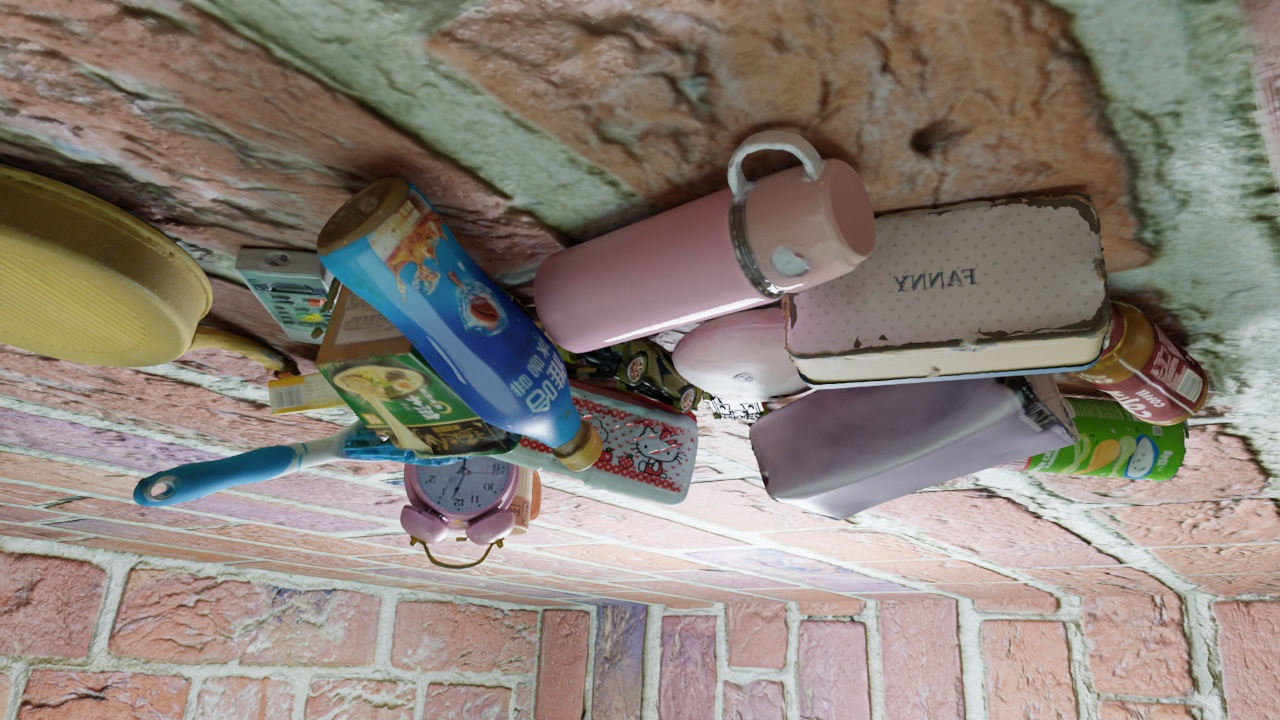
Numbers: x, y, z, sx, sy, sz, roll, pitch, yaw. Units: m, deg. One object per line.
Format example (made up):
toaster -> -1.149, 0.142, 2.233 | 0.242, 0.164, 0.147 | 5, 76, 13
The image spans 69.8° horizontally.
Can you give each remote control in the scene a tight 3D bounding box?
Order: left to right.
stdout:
remote control -> -0.237, -0.041, 0.651 | 0.056, 0.019, 0.135 | 4, 160, -4

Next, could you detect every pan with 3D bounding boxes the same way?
pan -> -0.356, -0.035, 0.650 | 0.198, 0.078, 0.357 | 0, 154, 16

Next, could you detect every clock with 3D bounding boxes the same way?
clock -> -0.180, 0.129, 0.920 | 0.117, 0.158, 0.060 | 6, 163, -12

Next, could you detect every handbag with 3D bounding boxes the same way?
handbag -> 0.197, 0.045, 0.677 | 0.197, 0.098, 0.144 | -26, 159, 27

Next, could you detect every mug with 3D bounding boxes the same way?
mug -> -0.150, 0.137, 1.014 | 0.082, 0.105, 0.114 | -11, 157, 33

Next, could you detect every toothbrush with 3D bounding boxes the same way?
toothbrush -> -0.037, 0.012, 0.787 | 0.186, 0.012, 0.017 | -2, 166, 12

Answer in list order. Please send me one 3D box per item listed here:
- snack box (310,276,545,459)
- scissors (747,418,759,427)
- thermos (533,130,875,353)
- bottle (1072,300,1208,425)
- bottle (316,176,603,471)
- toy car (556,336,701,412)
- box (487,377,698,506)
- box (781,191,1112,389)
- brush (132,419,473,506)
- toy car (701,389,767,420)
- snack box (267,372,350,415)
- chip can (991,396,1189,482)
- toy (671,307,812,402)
snack box -> -0.143, -0.008, 0.613 | 0.118, 0.118, 0.105 | -6, 149, 24
scissors -> 0.212, 0.080, 0.879 | 0.189, 0.015, 0.222 | 13, -174, 30
thermos -> 0.024, -0.061, 0.505 | 0.199, 0.067, 0.087 | -15, 126, 41
bottle -> 0.337, -0.001, 0.633 | 0.058, 0.057, 0.174 | -16, 153, 42
bottle -> -0.094, -0.008, 0.544 | 0.065, 0.065, 0.219 | -11, 132, 34
toy car -> -0.004, 0.004, 0.702 | 0.070, 0.042, 0.158 | 20, 172, 32
box -> -0.057, 0.069, 0.760 | 0.201, 0.101, 0.095 | 15, 137, -2
box -> 0.161, -0.035, 0.517 | 0.185, 0.089, 0.061 | -4, 161, 24
brush -> -0.240, 0.072, 0.756 | 0.110, 0.060, 0.313 | -4, -175, 27
toy car -> 0.082, 0.029, 0.788 | 0.049, 0.031, 0.106 | -3, 163, 13
snack box -> -0.232, 0.022, 0.774 | 0.141, 0.033, 0.086 | -6, 178, 28
chip can -> 0.343, 0.061, 0.789 | 0.236, 0.072, 0.072 | 5, 161, -7
toy -> 0.102, -0.010, 0.654 | 0.160, 0.054, 0.121 | -23, 151, 37
